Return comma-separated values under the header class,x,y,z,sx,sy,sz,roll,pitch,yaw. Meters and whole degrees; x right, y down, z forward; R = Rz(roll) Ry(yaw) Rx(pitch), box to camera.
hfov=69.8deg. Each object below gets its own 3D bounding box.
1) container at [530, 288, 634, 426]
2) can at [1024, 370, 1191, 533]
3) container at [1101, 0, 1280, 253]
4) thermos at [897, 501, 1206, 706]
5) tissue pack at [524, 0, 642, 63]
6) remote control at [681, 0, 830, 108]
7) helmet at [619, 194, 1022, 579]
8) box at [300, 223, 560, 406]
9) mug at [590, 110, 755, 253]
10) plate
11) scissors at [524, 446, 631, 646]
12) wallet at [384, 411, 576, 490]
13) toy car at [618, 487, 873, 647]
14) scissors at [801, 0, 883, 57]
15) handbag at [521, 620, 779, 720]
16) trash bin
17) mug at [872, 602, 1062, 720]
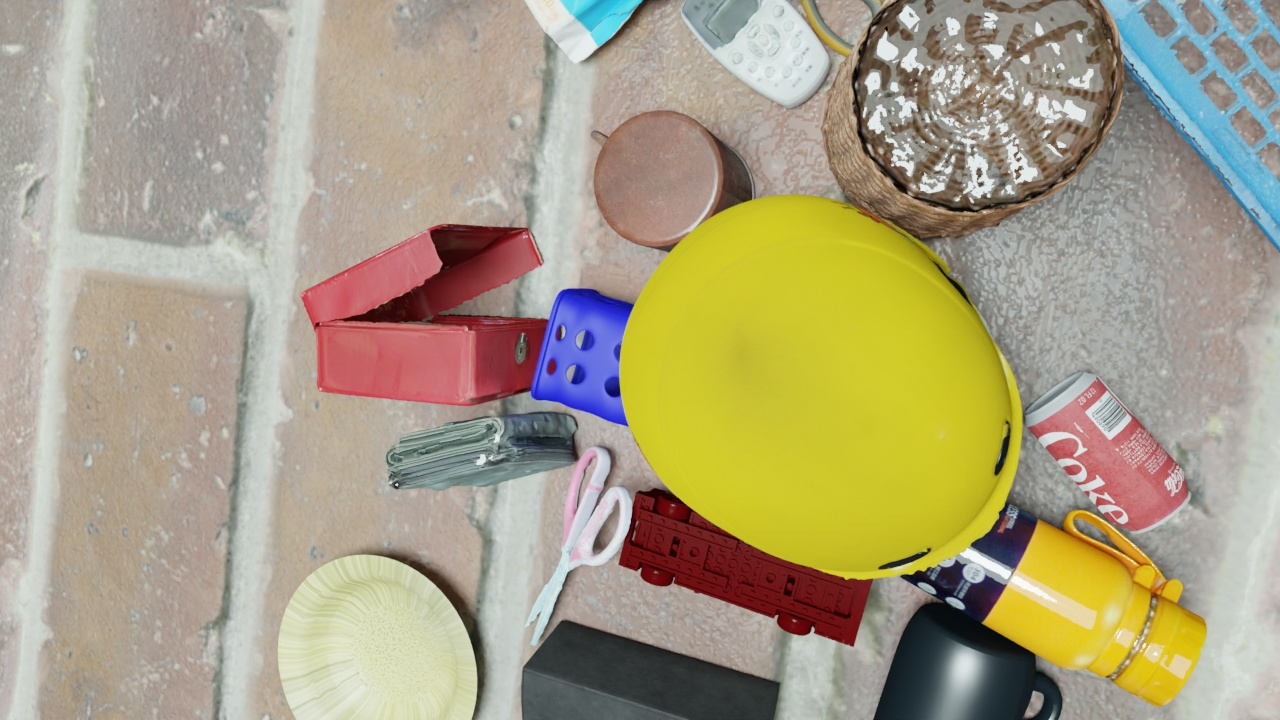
class,x,y,z,sx,sy,sz,roll,pitch,yaw
container,-0.004,0.004,0.657,0.114,0.085,0.084,18,98,15
can,0.295,0.058,0.580,0.054,0.054,0.096,-41,81,15
container,0.379,-0.206,0.471,0.258,0.089,0.362,-42,99,18
thermos,0.228,0.121,0.581,0.233,0.076,0.091,28,101,21
tissue pack,-0.058,-0.327,0.667,0.117,0.066,0.209,-35,85,17
remote control,0.082,-0.227,0.645,0.060,0.028,0.114,-45,79,14
helmet,0.091,0.014,0.502,0.240,0.139,0.209,41,99,20
box,-0.144,-0.018,0.665,0.137,0.157,0.126,-17,92,19
mug,0.013,-0.127,0.633,0.123,0.110,0.096,33,97,13
plate,-0.211,0.248,0.761,0.184,0.036,0.184,1,94,17
scissors,-0.050,0.157,0.689,0.101,0.016,0.179,44,115,56
wallet,-0.112,0.065,0.670,0.100,0.131,0.054,-18,84,16
toy car,0.076,0.140,0.650,0.170,0.061,0.070,16,97,16
scissors,0.124,-0.319,0.632,0.114,0.016,0.229,-34,84,18
handbag,-0.001,0.322,0.695,0.176,0.072,0.196,11,107,17
trash bin,0.175,-0.144,0.518,0.151,0.209,0.151,2,98,14
mug,0.223,0.222,0.604,0.121,0.085,0.094,14,98,-12
